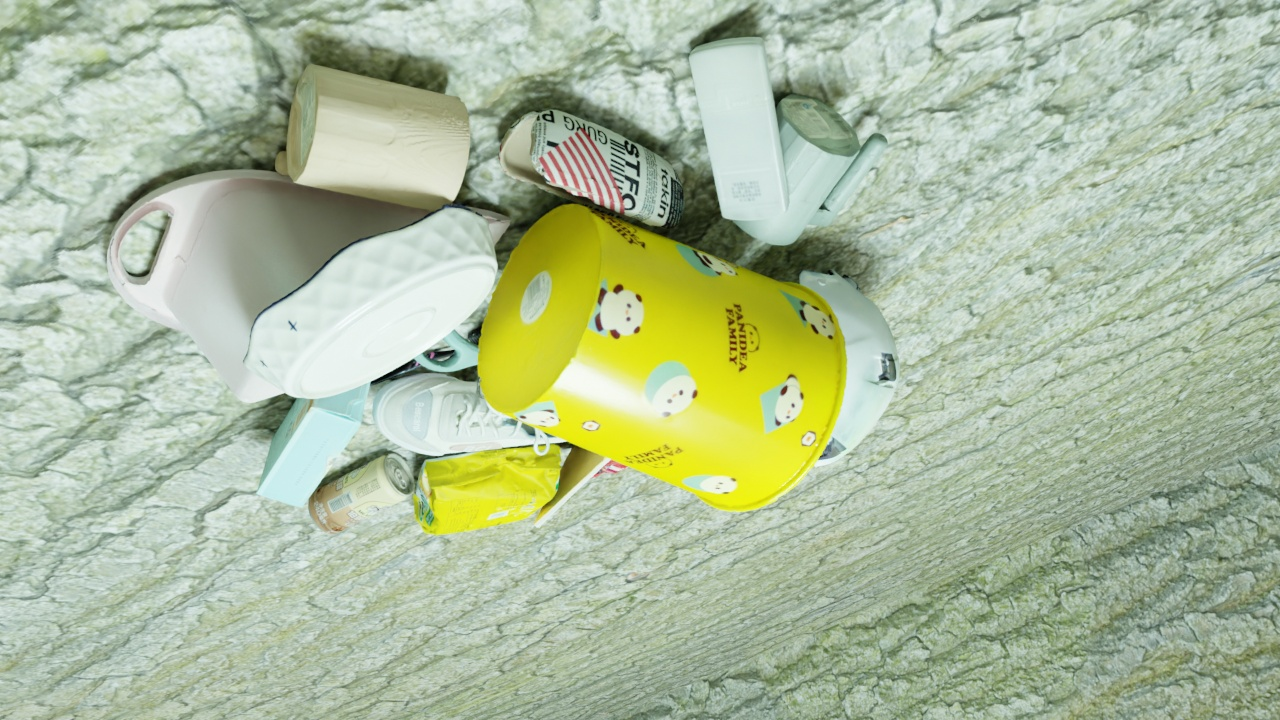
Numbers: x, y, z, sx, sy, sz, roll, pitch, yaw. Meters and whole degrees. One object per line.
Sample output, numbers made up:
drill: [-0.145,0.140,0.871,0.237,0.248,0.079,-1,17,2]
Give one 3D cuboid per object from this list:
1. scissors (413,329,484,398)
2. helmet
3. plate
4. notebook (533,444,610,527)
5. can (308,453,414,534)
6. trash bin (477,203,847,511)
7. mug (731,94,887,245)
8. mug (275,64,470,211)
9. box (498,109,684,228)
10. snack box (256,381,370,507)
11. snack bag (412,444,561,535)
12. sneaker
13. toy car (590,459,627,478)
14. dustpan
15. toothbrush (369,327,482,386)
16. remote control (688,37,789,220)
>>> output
scissors: [-0.152,-0.029,0.858,0.180,0.019,0.171,-5,130,-44]
helmet: [0.197,0.026,1.005,0.229,0.146,0.258,-53,163,3]
plate: [-0.193,-0.037,0.692,0.205,0.045,0.205,-34,175,-4]
notebook: [-0.051,0.102,1.098,0.010,0.145,0.207,37,128,-10]
can: [-0.331,0.158,1.088,0.116,0.058,0.058,-27,149,13]
trash bin: [0.012,-0.004,0.814,0.255,0.229,0.230,21,132,-34]
mug: [0.146,-0.165,0.808,0.123,0.083,0.104,-1,143,-31]
mug: [-0.194,-0.150,0.653,0.103,0.084,0.125,6,168,-34]
box: [-0.041,-0.152,0.749,0.162,0.076,0.088,11,167,-41]
snack box: [-0.328,0.072,0.921,0.051,0.074,0.175,24,132,-25]
snack bag: [-0.187,0.159,1.107,0.158,0.068,0.247,-7,164,-19]
sneaker: [-0.159,0.064,0.976,0.241,0.089,0.091,2,-171,-37]
toy car: [-0.040,0.124,1.216,0.121,0.045,0.053,-30,147,23]
dustpan: [-0.278,-0.081,0.774,0.223,0.139,0.272,-44,170,36]
toothbrush: [-0.232,0.003,0.936,0.189,0.014,0.018,-21,134,5]
remote control: [0.081,-0.181,0.732,0.058,0.021,0.150,-1,129,20]
